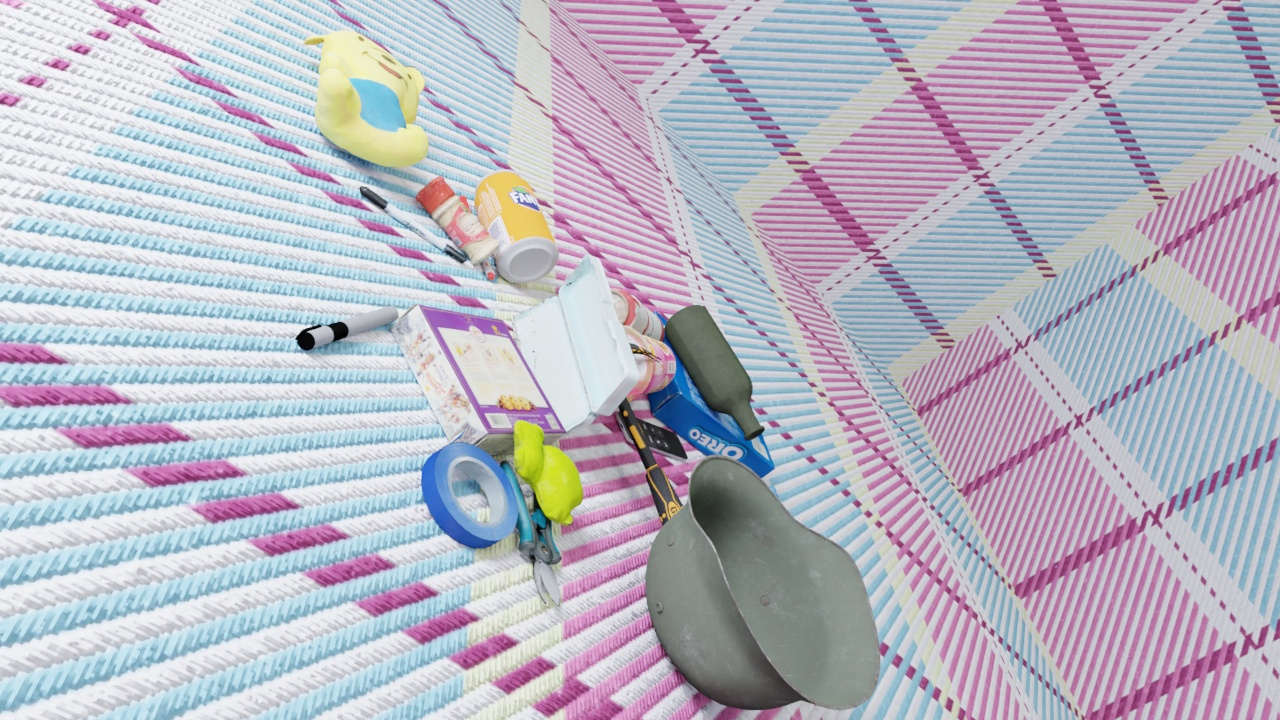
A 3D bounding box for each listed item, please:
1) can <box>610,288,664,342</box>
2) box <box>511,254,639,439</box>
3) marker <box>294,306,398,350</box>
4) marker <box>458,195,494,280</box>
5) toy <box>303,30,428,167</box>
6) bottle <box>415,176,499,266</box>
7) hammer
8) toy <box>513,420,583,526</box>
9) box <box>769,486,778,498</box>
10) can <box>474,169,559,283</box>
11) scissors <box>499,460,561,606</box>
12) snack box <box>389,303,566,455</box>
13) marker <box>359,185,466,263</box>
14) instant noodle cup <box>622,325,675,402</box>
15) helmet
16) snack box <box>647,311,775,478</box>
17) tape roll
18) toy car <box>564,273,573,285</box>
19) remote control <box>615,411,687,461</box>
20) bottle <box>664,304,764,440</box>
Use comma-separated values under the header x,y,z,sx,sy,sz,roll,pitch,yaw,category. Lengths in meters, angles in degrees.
x,y,z,sx,sy,sz,roll,pitch,yaw,category
-0.018,-0.051,1.255,0.067,0.067,0.170,58,9,17,can
-0.072,-0.013,0.995,0.049,0.137,0.197,37,24,-42,box
-0.250,-0.030,0.796,0.016,0.016,0.140,52,18,-1,marker
-0.203,-0.153,1.135,0.012,0.013,0.142,27,31,-52,marker
-0.311,-0.298,1.038,0.149,0.084,0.213,38,21,-39,toy
-0.215,-0.164,1.082,0.109,0.044,0.044,49,19,-10,bottle
0.017,0.124,1.049,0.036,0.123,0.320,110,-43,-68,hammer
-0.086,0.102,0.840,0.093,0.036,0.094,37,34,-45,toy
0.148,0.271,1.131,0.231,0.094,0.102,-98,175,-57,box
-0.160,-0.171,1.165,0.079,0.079,0.142,28,30,-50,can
-0.096,0.150,0.829,0.128,0.019,0.153,51,18,-2,scissors
-0.153,0.021,0.891,0.148,0.041,0.143,58,19,17,snack box
-0.251,-0.149,1.019,0.152,0.011,0.011,36,25,-42,marker
-0.007,0.007,1.174,0.097,0.098,0.108,58,20,15,instant noodle cup
0.094,0.232,0.906,0.226,0.154,0.267,12,50,-46,helmet
0.093,0.058,1.387,0.238,0.056,0.195,38,23,-34,snack box
-0.142,0.112,0.770,0.093,0.016,0.091,53,25,-10,tape roll
-0.090,-0.080,1.231,0.039,0.039,0.113,21,24,-8,toy car
0.016,0.100,1.200,0.146,0.008,0.045,26,32,-53,remote control
0.110,0.020,1.295,0.071,0.072,0.206,17,39,-60,bottle
